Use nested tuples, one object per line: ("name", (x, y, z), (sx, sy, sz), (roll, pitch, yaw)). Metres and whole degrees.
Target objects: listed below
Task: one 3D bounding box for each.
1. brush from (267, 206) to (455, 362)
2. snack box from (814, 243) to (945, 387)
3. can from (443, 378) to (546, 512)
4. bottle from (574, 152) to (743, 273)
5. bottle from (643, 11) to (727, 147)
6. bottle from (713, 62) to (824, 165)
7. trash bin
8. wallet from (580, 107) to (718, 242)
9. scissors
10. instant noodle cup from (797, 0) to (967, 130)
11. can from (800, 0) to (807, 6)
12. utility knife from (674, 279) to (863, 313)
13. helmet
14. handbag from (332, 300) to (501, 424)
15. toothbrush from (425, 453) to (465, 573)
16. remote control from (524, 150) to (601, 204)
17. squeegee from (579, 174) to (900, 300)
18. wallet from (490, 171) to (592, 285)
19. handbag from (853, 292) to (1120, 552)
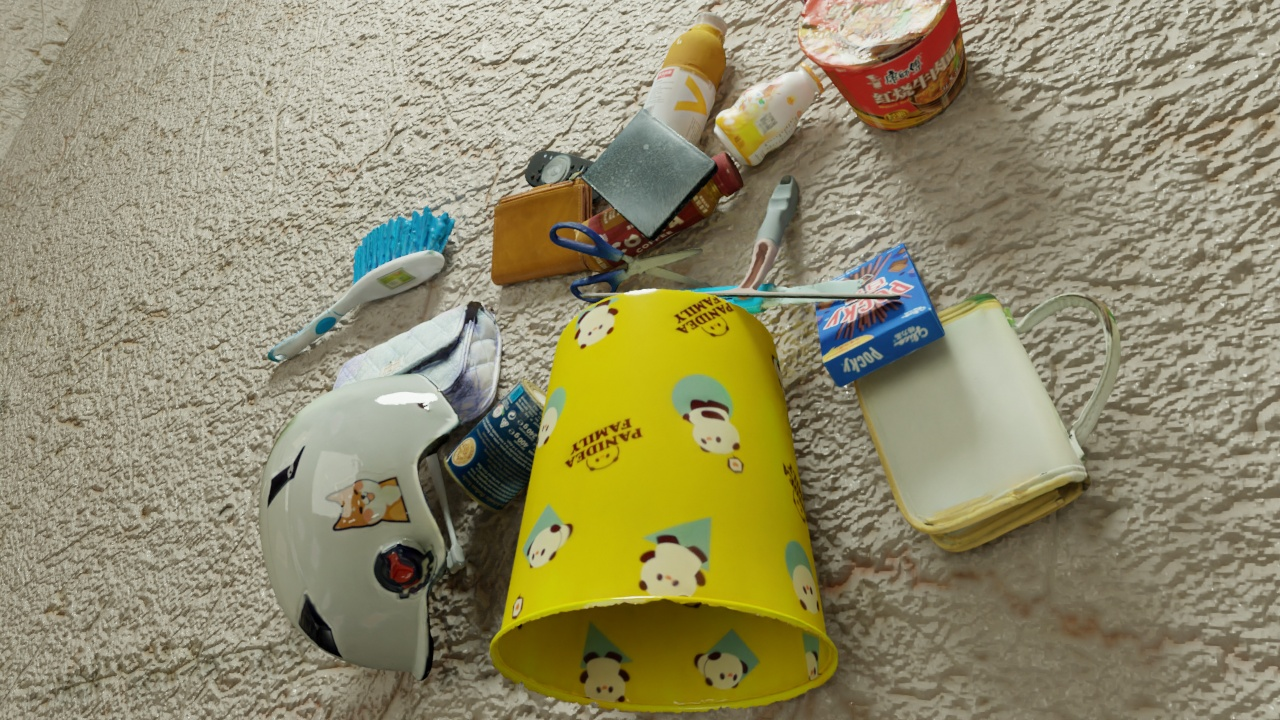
("brush", (-0.362, -0.090, 1.162), (0.315, 0.060, 0.109), (-19, 59, 29))
("snack box", (0.181, -0.039, 0.715), (0.085, 0.026, 0.156), (-28, 18, 19))
("can", (-0.122, 0.080, 0.878), (0.111, 0.075, 0.075), (-46, 48, 4))
("bottle", (0.019, -0.150, 0.924), (0.175, 0.057, 0.057), (-27, 52, 20))
("bottle", (0.046, -0.284, 0.974), (0.068, 0.068, 0.189), (8, 69, 37))
("bottle", (0.127, -0.242, 0.899), (0.108, 0.063, 0.063), (-38, 49, 10))
("trash bin", (0.017, 0.102, 0.682), (0.230, 0.229, 0.254), (-19, 50, 25))
("wallet", (0.007, -0.184, 0.897), (0.097, 0.019, 0.121), (-48, 58, 6))
("scissors", (-0.018, -0.096, 0.899), (0.163, 0.164, 0.012), (-36, 21, 48))
("instant noodle cup", (0.224, -0.284, 0.823), (0.138, 0.108, 0.137), (-17, 57, 27))
("can", (0.187, -0.382, 0.915), (0.067, 0.093, 0.066), (-16, 57, 26))
("utility knife", (0.096, -0.054, 0.806), (0.239, 0.018, 0.034), (-2, 63, 50))
("helmet", (-0.259, 0.143, 0.820), (0.230, 0.156, 0.274), (162, 113, -69))
("handbag", (-0.246, 0.021, 0.994), (0.194, 0.075, 0.134), (-23, 41, 21))
("toothbrush", (-0.207, 0.140, 0.944), (0.016, 0.016, 0.180), (-40, 49, 17))
("remote control", (-0.080, -0.207, 1.047), (0.136, 0.024, 0.053), (25, 87, 40))
("squeegee", (0.107, -0.100, 0.795), (0.248, 0.040, 0.248), (1, 33, 21))
("wallet", (-0.110, -0.149, 1.015), (0.131, 0.035, 0.119), (-6, 76, 33))
("handbag", (0.256, 0.032, 0.646), (0.179, 0.063, 0.163), (-30, 49, 24))
